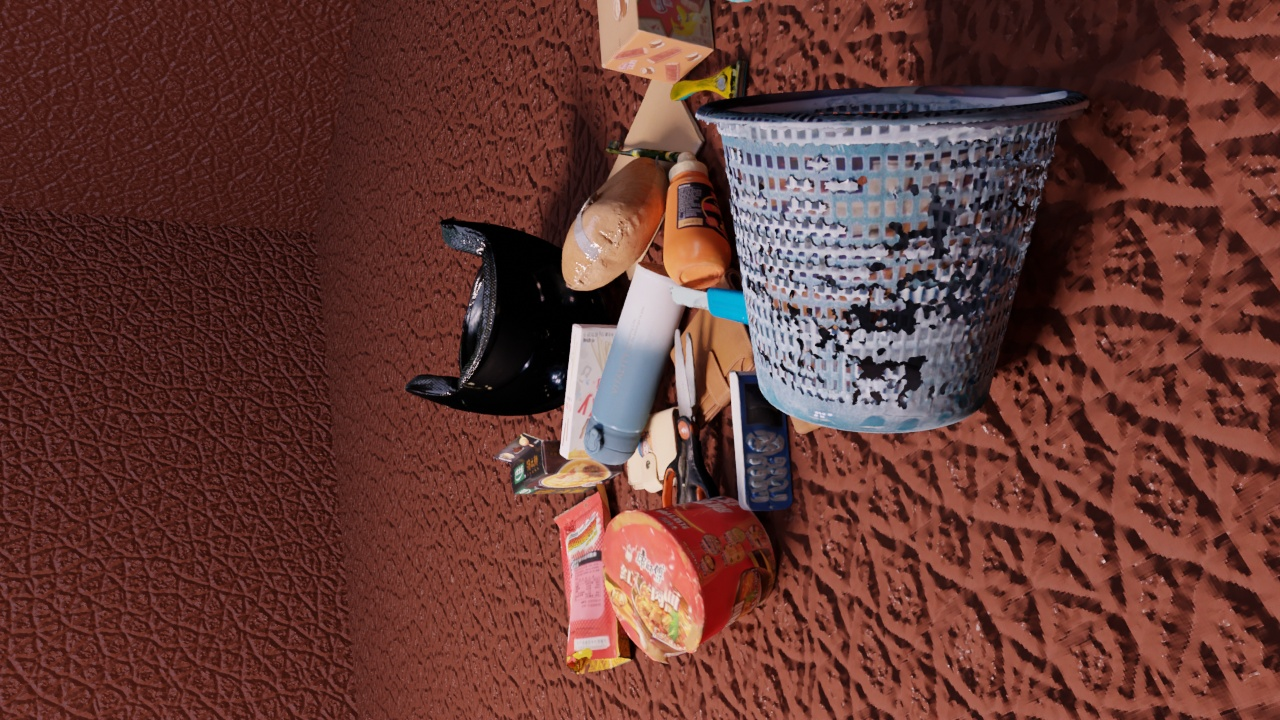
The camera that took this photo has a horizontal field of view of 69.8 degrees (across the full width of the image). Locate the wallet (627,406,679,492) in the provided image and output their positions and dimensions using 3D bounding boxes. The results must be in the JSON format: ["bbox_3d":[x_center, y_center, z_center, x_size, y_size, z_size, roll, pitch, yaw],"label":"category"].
[{"bbox_3d":[0.015,0.102,1.016,0.115,0.024,0.087,-21,71,59],"label":"wallet"}]

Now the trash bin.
[{"bbox_3d":[0.151,-0.068,0.587,0.226,0.226,0.195,-146,49,-59],"label":"trash bin"}]

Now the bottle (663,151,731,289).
[{"bbox_3d":[0.052,-0.147,0.920,0.067,0.066,0.149,135,138,-53],"label":"bottle"}]

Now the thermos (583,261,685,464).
[{"bbox_3d":[-0.006,0.006,0.984,0.070,0.070,0.221,41,117,56],"label":"thermos"}]

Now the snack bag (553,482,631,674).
[{"bbox_3d":[-0.063,0.268,1.122,0.129,0.073,0.207,-45,45,48],"label":"snack bag"}]

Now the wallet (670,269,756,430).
[{"bbox_3d":[0.075,-0.007,0.899,0.132,0.031,0.107,124,140,-48],"label":"wallet"}]

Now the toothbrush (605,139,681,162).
[{"bbox_3d":[0.003,-0.240,1.047,0.186,0.012,0.017,30,104,60],"label":"toothbrush"}]

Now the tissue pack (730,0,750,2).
[{"bbox_3d":[0.089,-0.417,0.866,0.093,0.050,0.133,124,139,-49],"label":"tissue pack"}]

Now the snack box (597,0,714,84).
[{"bbox_3d":[0.015,-0.356,0.956,0.077,0.094,0.092,-22,69,57],"label":"snack box"}]

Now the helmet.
[{"bbox_3d":[-0.160,-0.043,1.144,0.275,0.230,0.233,-159,83,-79],"label":"helmet"}]

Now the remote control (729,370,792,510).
[{"bbox_3d":[0.106,0.070,0.813,0.024,0.049,0.125,160,109,-64],"label":"remote control"}]

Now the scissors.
[{"bbox_3d":[0.038,0.080,0.919,0.161,0.021,0.234,-24,81,61],"label":"scissors"}]

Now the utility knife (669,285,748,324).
[{"bbox_3d":[0.093,-0.049,0.830,0.203,0.018,0.034,16,109,48],"label":"utility knife"}]

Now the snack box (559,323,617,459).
[{"bbox_3d":[-0.044,0.036,1.064,0.027,0.084,0.157,24,110,59],"label":"snack box"}]

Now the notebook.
[{"bbox_3d":[0.007,-0.217,1.062,0.208,0.008,0.147,-60,39,42],"label":"notebook"}]

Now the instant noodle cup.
[{"bbox_3d":[0.047,0.187,0.832,0.138,0.108,0.138,19,115,48],"label":"instant noodle cup"}]

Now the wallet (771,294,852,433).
[{"bbox_3d":[0.142,-0.005,0.749,0.101,0.020,0.115,-34,76,57],"label":"wallet"}]

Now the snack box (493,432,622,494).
[{"bbox_3d":[-0.103,0.128,1.129,0.113,0.125,0.053,-38,56,56],"label":"snack box"}]

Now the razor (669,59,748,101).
[{"bbox_3d":[0.062,-0.277,0.933,0.133,0.028,0.043,18,108,59],"label":"razor"}]

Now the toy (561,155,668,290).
[{"bbox_3d":[-0.020,-0.163,1.002,0.144,0.082,0.225,-41,14,28],"label":"toy"}]
